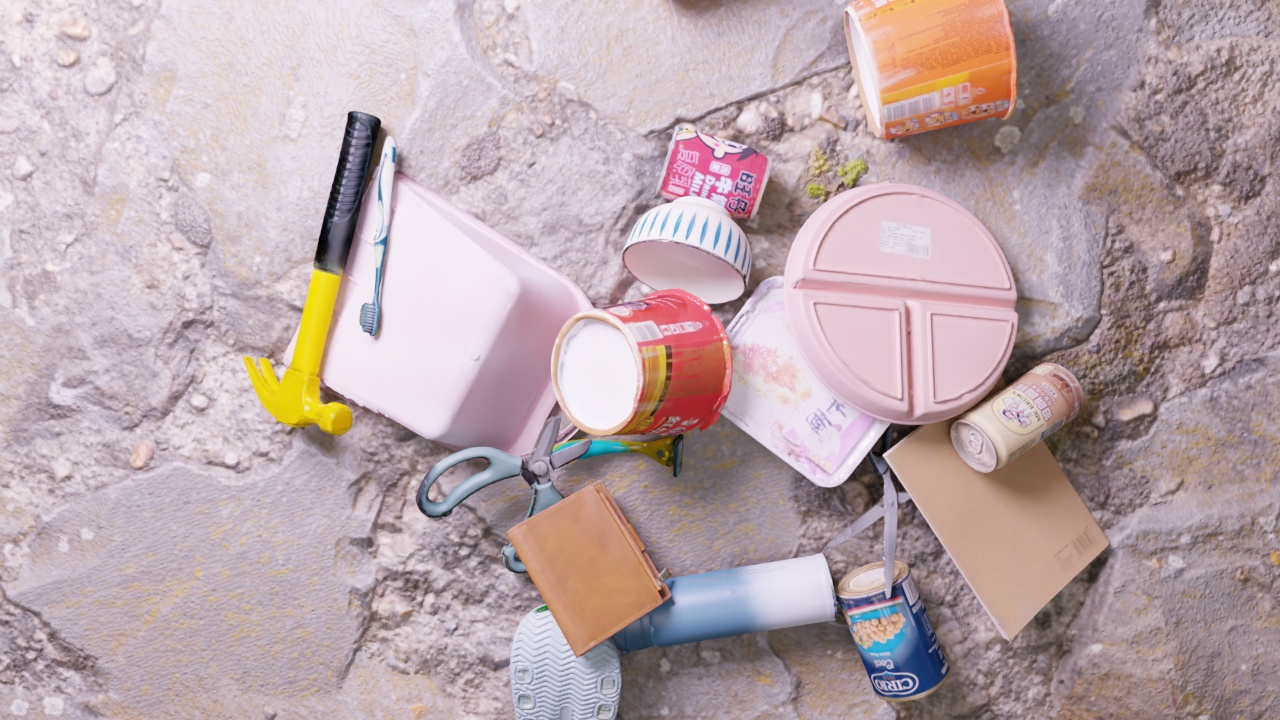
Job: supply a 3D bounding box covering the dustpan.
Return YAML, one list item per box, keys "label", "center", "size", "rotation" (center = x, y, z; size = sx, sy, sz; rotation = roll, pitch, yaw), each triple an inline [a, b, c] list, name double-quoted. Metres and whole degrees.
- label: "dustpan"
  center: [-0.179, -0.022, 0.893]
  size: [0.273, 0.138, 0.222]
  rotation: [34, 98, 26]

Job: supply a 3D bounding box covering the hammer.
- label: "hammer"
  center: [-0.294, -0.085, 0.861]
  size: [0.129, 0.032, 0.300]
  rotation: [13, 89, 26]

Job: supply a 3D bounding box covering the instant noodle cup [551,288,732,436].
- label: "instant noodle cup"
  center: [-0.005, 0.005, 0.811]
  size: [0.138, 0.108, 0.138]
  rotation: [5, 97, 42]

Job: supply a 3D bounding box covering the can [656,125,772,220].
- label: "can"
  center: [0.068, -0.171, 0.844]
  size: [0.094, 0.066, 0.066]
  rotation: [17, 95, 0]

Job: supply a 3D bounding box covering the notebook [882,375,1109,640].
- label: "notebook"
  center: [0.342, 0.133, 0.870]
  size: [0.149, 0.012, 0.211]
  rotation: [-35, 93, -16]

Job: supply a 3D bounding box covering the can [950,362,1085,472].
- label: "can"
  center: [0.348, 0.052, 0.845]
  size: [0.116, 0.059, 0.058]
  rotation: [-28, 94, -17]

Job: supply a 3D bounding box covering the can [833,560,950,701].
- label: "can"
  center: [0.238, 0.255, 0.874]
  size: [0.075, 0.075, 0.111]
  rotation: [-22, 94, 3]

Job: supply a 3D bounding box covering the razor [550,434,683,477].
- label: "razor"
  center: [-0.025, 0.089, 0.888]
  size: [0.132, 0.028, 0.043]
  rotation: [0, 120, -3]

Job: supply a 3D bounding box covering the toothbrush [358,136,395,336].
- label: "toothbrush"
  center: [-0.244, -0.117, 0.850]
  size: [0.016, 0.018, 0.191]
  rotation: [-4, 80, 41]

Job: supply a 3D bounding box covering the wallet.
- label: "wallet"
  center: [-0.041, 0.185, 0.846]
  size: [0.118, 0.035, 0.130]
  rotation: [-26, 74, -24]

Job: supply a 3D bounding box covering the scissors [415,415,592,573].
- label: "scissors"
  center: [-0.131, 0.122, 0.858]
  size: [0.180, 0.019, 0.170]
  rotation: [12, 109, -21]

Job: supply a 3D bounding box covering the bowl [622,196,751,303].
- label: "bowl"
  center: [0.047, -0.106, 0.833]
  size: [0.116, 0.117, 0.066]
  rotation: [18, 71, 0]

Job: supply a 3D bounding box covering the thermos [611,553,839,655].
- label: "thermos"
  center: [0.074, 0.233, 0.881]
  size: [0.220, 0.070, 0.070]
  rotation: [-9, 95, 2]

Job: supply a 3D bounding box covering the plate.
- label: "plate"
  center: [0.242, -0.057, 0.831]
  size: [0.229, 0.028, 0.229]
  rotation: [2, 77, -11]

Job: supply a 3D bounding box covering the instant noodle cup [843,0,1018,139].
- label: "instant noodle cup"
  center: [0.247, -0.267, 0.797]
  size: [0.111, 0.151, 0.151]
  rotation: [-16, 94, 11]

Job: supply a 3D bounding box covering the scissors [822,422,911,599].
- label: "scissors"
  center: [0.238, 0.133, 0.861]
  size: [0.159, 0.014, 0.180]
  rotation: [4, 71, -15]

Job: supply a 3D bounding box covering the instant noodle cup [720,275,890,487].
- label: "instant noodle cup"
  center: [0.150, 0.018, 0.863]
  size: [0.173, 0.060, 0.138]
  rotation: [37, 94, -3]

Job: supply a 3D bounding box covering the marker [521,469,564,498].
- label: "marker"
  center: [-0.071, 0.150, 0.903]
  size: [0.124, 0.015, 0.018]
  rotation: [45, 103, 0]

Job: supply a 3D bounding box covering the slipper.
- label: "slipper"
  center: [-0.072, 0.339, 0.893]
  size: [0.104, 0.074, 0.246]
  rotation: [5, 111, 1]
